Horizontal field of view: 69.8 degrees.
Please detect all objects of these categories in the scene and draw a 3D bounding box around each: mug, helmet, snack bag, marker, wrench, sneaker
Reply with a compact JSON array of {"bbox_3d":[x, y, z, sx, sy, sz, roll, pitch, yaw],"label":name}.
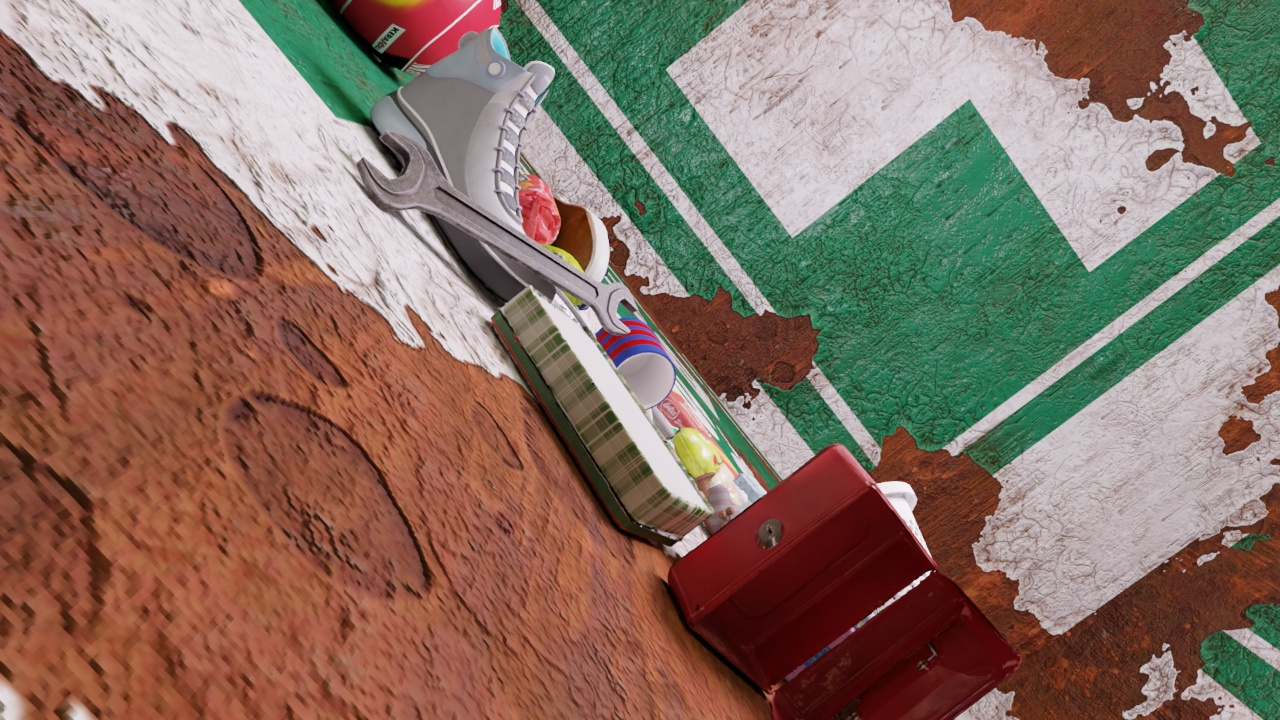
[{"bbox_3d":[-0.007,0.019,0.997,0.076,0.075,0.112,-121,-163,-54],"label":"mug"},{"bbox_3d":[-0.291,-0.480,1.191,0.224,0.197,0.271,50,-3,-21],"label":"helmet"},{"bbox_3d":[0.073,0.108,1.208,0.225,0.041,0.077,55,8,21],"label":"snack bag"},{"bbox_3d":[-0.003,0.039,1.130,0.140,0.016,0.016,53,5,16],"label":"marker"},{"bbox_3d":[-0.139,-0.174,1.088,0.082,0.082,0.176,50,5,-20],"label":"snack bag"},{"bbox_3d":[-0.100,-0.092,0.723,0.273,0.010,0.070,31,48,-36],"label":"wrench"},{"bbox_3d":[-0.073,-0.123,1.167,0.127,0.121,0.294,36,8,-23],"label":"sneaker"},{"bbox_3d":[-0.115,-0.172,0.800,0.256,0.160,0.093,52,5,18],"label":"sneaker"}]

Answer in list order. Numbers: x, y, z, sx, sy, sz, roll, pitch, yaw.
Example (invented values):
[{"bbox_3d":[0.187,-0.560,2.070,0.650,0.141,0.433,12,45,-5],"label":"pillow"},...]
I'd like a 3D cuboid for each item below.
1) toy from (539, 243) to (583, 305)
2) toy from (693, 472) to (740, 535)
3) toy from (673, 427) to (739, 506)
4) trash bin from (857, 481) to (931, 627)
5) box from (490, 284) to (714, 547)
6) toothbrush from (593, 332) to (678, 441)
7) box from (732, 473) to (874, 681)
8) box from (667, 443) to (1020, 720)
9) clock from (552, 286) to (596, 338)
[{"bbox_3d":[-0.094,-0.090,0.937,0.094,0.036,0.094,49,-30,-11],"label":"toy"},{"bbox_3d":[0.081,0.157,0.921,0.055,0.041,0.101,97,-32,-65],"label":"toy"},{"bbox_3d":[0.081,0.130,1.090,0.118,0.043,0.092,54,4,7],"label":"toy"},{"bbox_3d":[0.260,0.271,1.013,0.195,0.196,0.199,43,19,-58],"label":"trash bin"},{"bbox_3d":[-0.031,0.042,0.690,0.205,0.050,0.117,53,9,25],"label":"box"},{"bbox_3d":[-0.001,0.039,1.164,0.186,0.015,0.016,51,10,0],"label":"toothbrush"},{"bbox_3d":[0.121,0.185,0.748,0.214,0.089,0.092,48,13,-36],"label":"box"},{"bbox_3d":[0.119,0.159,0.608,0.165,0.157,0.152,50,3,4],"label":"box"},{"bbox_3d":[-0.078,-0.036,0.875,0.122,0.035,0.094,49,6,-17],"label":"clock"}]
